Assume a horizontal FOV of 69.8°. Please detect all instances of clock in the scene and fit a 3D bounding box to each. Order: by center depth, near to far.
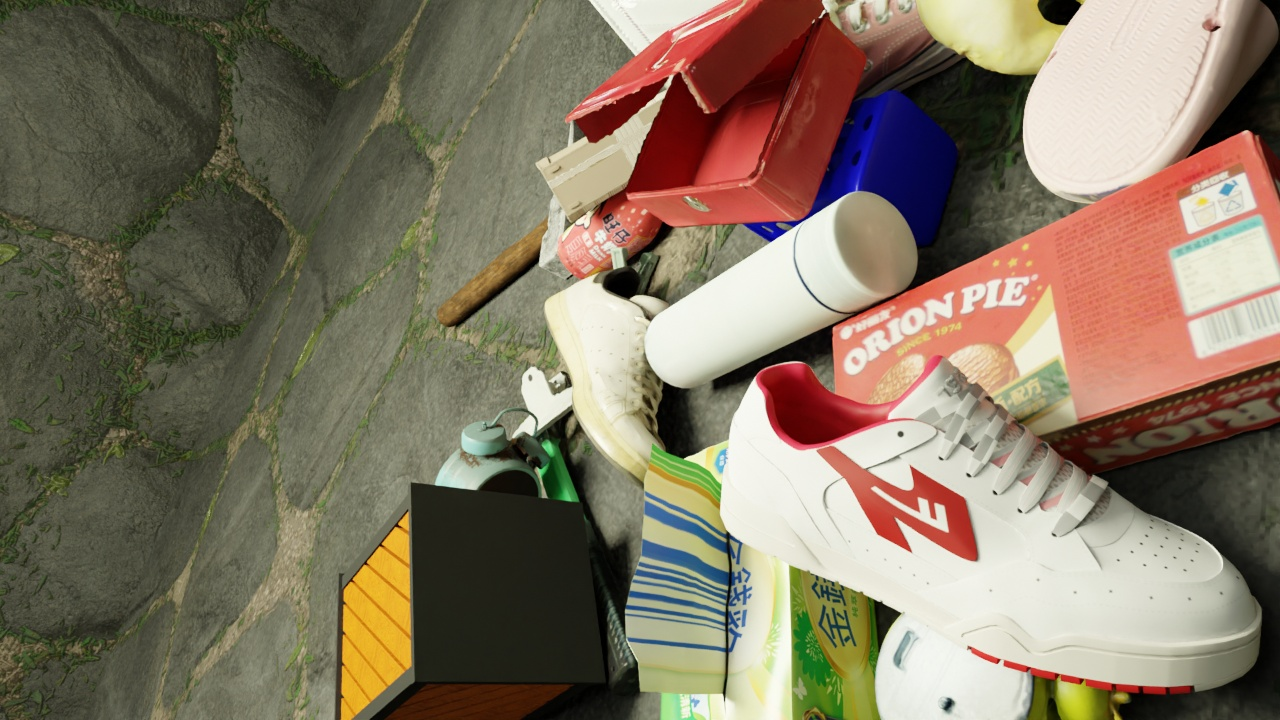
[{"bbox_3d":[0.164,0.157,0.418,0.119,0.057,0.083,28,91,59],"label":"clock"},{"bbox_3d":[-0.122,0.100,0.788,0.053,0.090,0.124,31,99,45],"label":"clock"}]

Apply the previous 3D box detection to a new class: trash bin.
[{"bbox_3d":[-0.138,0.202,0.705,0.172,0.139,0.139,-46,43,42],"label":"trash bin"}]

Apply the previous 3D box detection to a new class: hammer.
[{"bbox_3d":[-0.056,0.143,0.772,0.130,0.032,0.318,-53,34,16],"label":"hammer"},{"bbox_3d":[-0.157,-0.145,1.114,0.302,0.037,0.217,-31,45,42],"label":"hammer"}]

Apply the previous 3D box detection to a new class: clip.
[{"bbox_3d":[-0.083,0.035,0.841,0.102,0.043,0.054,-36,54,34],"label":"clip"},{"bbox_3d":[-0.010,-0.067,0.855,0.023,0.061,0.075,7,89,58],"label":"clip"}]

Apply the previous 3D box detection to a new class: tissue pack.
[{"bbox_3d":[0.050,0.130,0.522,0.121,0.141,0.197,-36,42,37],"label":"tissue pack"}]

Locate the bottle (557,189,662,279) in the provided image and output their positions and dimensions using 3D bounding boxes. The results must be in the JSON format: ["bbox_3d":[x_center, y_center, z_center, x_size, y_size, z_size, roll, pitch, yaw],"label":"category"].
[{"bbox_3d":[-0.017,-0.131,0.876,0.138,0.062,0.061,-32,44,39],"label":"bottle"}]

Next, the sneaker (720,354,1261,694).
[{"bbox_3d":[0.144,0.054,0.409,0.237,0.090,0.104,18,117,38],"label":"sneaker"}]

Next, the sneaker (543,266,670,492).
[{"bbox_3d":[-0.005,0.005,0.759,0.102,0.089,0.241,-34,43,9],"label":"sneaker"}]

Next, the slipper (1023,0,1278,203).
[{"bbox_3d":[0.279,-0.174,0.486,0.107,0.055,0.221,11,67,58],"label":"slipper"}]

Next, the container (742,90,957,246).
[{"bbox_3d":[0.139,-0.122,0.625,0.114,0.085,0.084,4,72,55],"label":"container"}]

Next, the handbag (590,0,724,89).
[{"bbox_3d":[0.068,-0.309,0.680,0.199,0.142,0.096,-39,3,33],"label":"handbag"}]

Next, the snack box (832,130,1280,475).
[{"bbox_3d":[0.207,-0.003,0.464,0.237,0.060,0.113,-29,46,43],"label":"snack box"}]

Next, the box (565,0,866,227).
[{"bbox_3d":[0.059,-0.165,0.613,0.136,0.127,0.157,-50,25,-17],"label":"box"}]

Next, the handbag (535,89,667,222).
[{"bbox_3d":[-0.017,-0.218,0.906,0.175,0.062,0.198,-30,18,0],"label":"handbag"}]

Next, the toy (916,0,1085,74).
[{"bbox_3d":[0.234,-0.260,0.560,0.170,0.155,0.064,-67,-13,-1],"label":"toy"}]

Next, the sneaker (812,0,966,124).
[{"bbox_3d":[0.163,-0.236,0.664,0.242,0.087,0.118,-37,41,33],"label":"sneaker"}]

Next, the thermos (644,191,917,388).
[{"bbox_3d":[0.084,-0.039,0.624,0.231,0.068,0.067,-30,44,58],"label":"thermos"}]
